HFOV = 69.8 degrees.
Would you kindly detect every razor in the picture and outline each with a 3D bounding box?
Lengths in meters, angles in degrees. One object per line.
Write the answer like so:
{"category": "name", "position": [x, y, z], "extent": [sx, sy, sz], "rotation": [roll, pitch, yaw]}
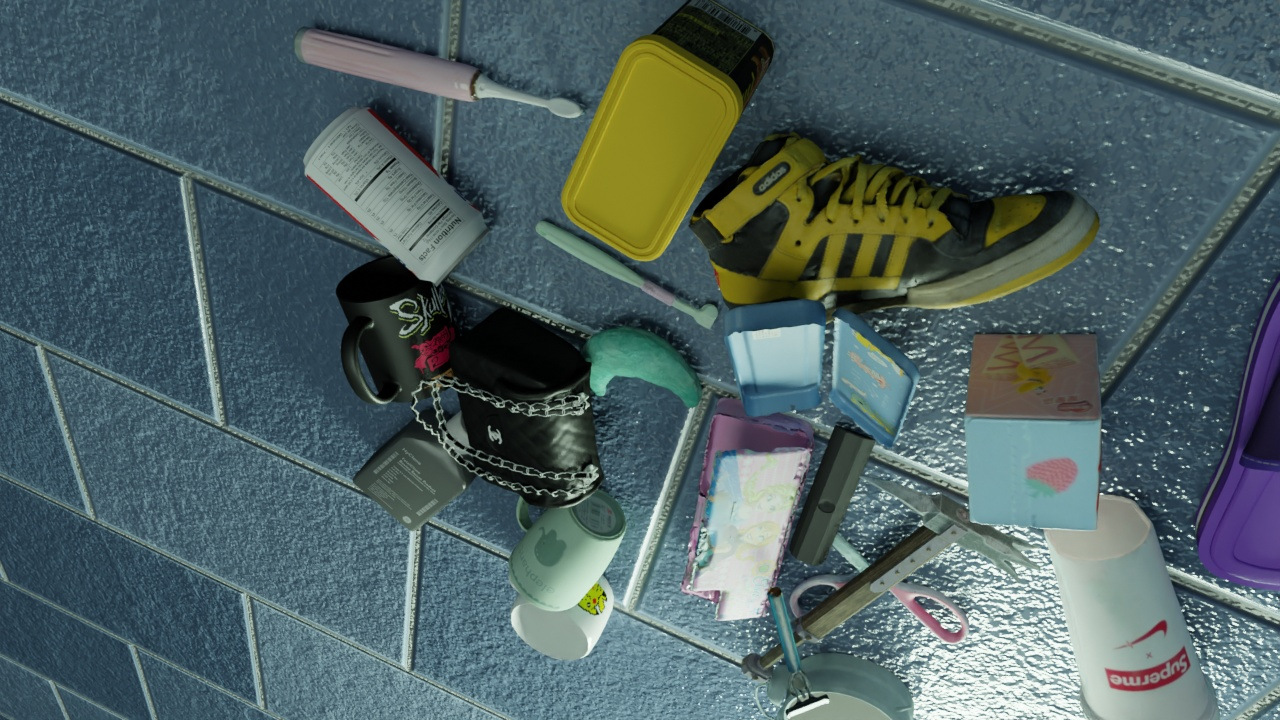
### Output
{"category": "razor", "position": [0.133, 0.258, 0.818], "extent": [0.042, 0.022, 0.144], "rotation": [-19, 114, -4]}

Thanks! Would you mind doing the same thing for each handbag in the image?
{"category": "handbag", "position": [-0.100, 0.055, 0.754], "extent": [0.125, 0.114, 0.154], "rotation": [21, 131, 31]}

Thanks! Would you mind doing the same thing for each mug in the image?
{"category": "mug", "position": [-0.074, 0.162, 0.868], "extent": [0.111, 0.084, 0.104], "rotation": [50, 125, 21]}
{"category": "mug", "position": [-0.086, 0.244, 0.937], "extent": [0.115, 0.067, 0.095], "rotation": [46, 131, -13]}
{"category": "mug", "position": [-0.203, -0.018, 0.755], "extent": [0.082, 0.117, 0.098], "rotation": [2, 126, 22]}

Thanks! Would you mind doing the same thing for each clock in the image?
{"category": "clock", "position": [0.190, 0.343, 0.900], "extent": [0.159, 0.045, 0.123], "rotation": [-3, 123, 25]}

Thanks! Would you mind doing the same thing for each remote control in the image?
{"category": "remote control", "position": [0.155, 0.111, 0.750], "extent": [0.033, 0.015, 0.147], "rotation": [21, 127, 12]}

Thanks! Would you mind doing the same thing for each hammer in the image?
{"category": "hammer", "position": [0.172, 0.208, 0.792], "extent": [0.147, 0.028, 0.318], "rotation": [30, 133, -5]}

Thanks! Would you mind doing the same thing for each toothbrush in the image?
{"category": "toothbrush", "position": [-0.143, -0.200, 0.648], "extent": [0.223, 0.026, 0.027], "rotation": [17, 111, 12]}
{"category": "toothbrush", "position": [-0.012, -0.067, 0.697], "extent": [0.155, 0.015, 0.022], "rotation": [29, 131, 3]}

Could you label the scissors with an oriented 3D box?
{"category": "scissors", "position": [0.201, 0.201, 0.805], "extent": [0.170, 0.013, 0.177], "rotation": [41, 131, -9]}

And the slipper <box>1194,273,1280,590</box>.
{"category": "slipper", "position": [0.413, 0.059, 0.548], "extent": [0.107, 0.083, 0.267], "rotation": [11, 129, 18]}

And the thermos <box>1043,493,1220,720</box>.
{"category": "thermos", "position": [0.362, 0.209, 0.685], "extent": [0.100, 0.099, 0.220], "rotation": [-13, 115, 32]}

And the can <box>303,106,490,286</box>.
{"category": "can", "position": [-0.184, -0.124, 0.697], "extent": [0.132, 0.070, 0.070], "rotation": [43, 131, -11]}

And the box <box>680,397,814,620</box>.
{"category": "box", "position": [0.083, 0.143, 0.778], "extent": [0.085, 0.070, 0.231], "rotation": [17, 130, 13]}

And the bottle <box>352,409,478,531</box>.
{"category": "bottle", "position": [-0.203, 0.097, 0.892], "extent": [0.084, 0.046, 0.174], "rotation": [44, 131, -11]}

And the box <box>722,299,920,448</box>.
{"category": "box", "position": [0.121, 0.010, 0.608], "extent": [0.125, 0.043, 0.209], "rotation": [14, 167, 15]}

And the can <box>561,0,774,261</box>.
{"category": "can", "position": [0.019, -0.144, 0.565], "extent": [0.072, 0.100, 0.131], "rotation": [31, 132, 0]}

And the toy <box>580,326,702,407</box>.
{"category": "toy", "position": [-0.004, 0.004, 0.740], "extent": [0.105, 0.033, 0.085], "rotation": [6, 141, 24]}

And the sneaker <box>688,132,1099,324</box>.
{"category": "sneaker", "position": [0.136, -0.091, 0.558], "extent": [0.239, 0.085, 0.122], "rotation": [-14, 122, 37]}

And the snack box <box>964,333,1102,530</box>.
{"category": "snack box", "position": [0.258, 0.045, 0.603], "extent": [0.080, 0.094, 0.093], "rotation": [1, 125, 25]}
